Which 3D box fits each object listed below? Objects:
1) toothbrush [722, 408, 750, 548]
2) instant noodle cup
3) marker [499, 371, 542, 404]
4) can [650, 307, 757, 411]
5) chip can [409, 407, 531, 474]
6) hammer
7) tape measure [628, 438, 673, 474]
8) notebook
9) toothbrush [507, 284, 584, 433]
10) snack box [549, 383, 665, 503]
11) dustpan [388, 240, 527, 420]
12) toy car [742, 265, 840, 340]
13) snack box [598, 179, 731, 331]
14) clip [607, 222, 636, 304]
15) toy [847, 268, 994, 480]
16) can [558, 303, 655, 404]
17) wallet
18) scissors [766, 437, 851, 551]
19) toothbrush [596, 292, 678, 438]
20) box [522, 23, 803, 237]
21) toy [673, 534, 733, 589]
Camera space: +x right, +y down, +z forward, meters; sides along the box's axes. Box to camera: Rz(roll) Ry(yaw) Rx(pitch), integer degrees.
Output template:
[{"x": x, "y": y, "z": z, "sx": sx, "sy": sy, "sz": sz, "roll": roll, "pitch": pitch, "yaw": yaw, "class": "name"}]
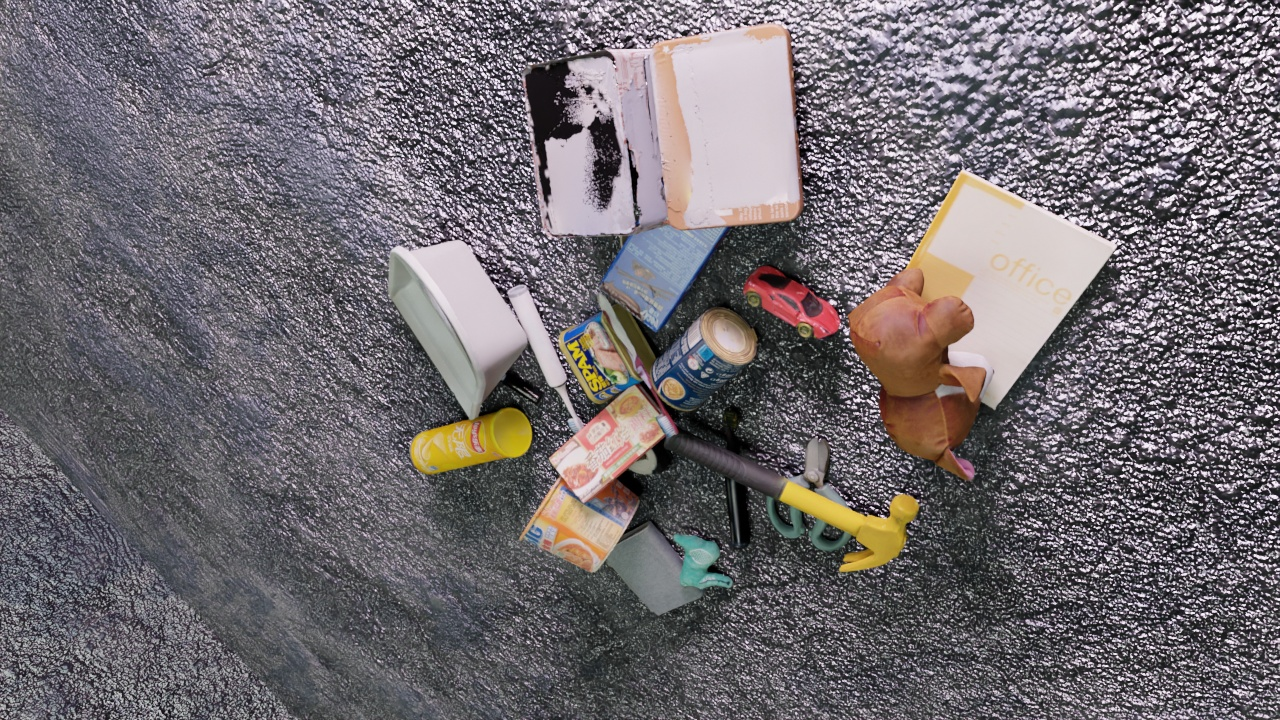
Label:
[{"x": 0.118, "y": 0.149, "z": 1.144, "sx": 0.027, "sy": 0.026, "sz": 0.213, "roll": 18, "pitch": 130, "yaw": 35, "class": "toothbrush"}, {"x": -0.078, "y": 0.209, "z": 1.251, "sx": 0.111, "sy": 0.151, "sz": 0.152, "roll": 33, "pitch": 135, "yaw": -1, "class": "instant noodle cup"}, {"x": -0.193, "y": 0.020, "z": 1.276, "sx": 0.132, "sy": 0.020, "sz": 0.022, "roll": 33, "pitch": 164, "yaw": 10, "class": "marker"}, {"x": 0.071, "y": -0.001, "z": 1.032, "sx": 0.075, "sy": 0.075, "sz": 0.111, "roll": 44, "pitch": 136, "yaw": 0, "class": "can"}, {"x": -0.254, "y": 0.121, "z": 1.356, "sx": 0.214, "sy": 0.071, "sz": 0.072, "roll": -15, "pitch": 112, "yaw": 42, "class": "chip can"}, {"x": 0.166, "y": 0.153, "z": 1.080, "sx": 0.301, "sy": 0.032, "sz": 0.129, "roll": 25, "pitch": 128, "yaw": 15, "class": "hammer"}, {"x": 0.002, "y": 0.116, "z": 1.197, "sx": 0.066, "sy": 0.033, "sz": 0.066, "roll": -11, "pitch": 113, "yaw": 39, "class": "tape measure"}, {"x": 0.318, "y": -0.061, "z": 0.859, "sx": 0.146, "sy": 0.010, "sz": 0.207, "roll": 32, "pitch": 135, "yaw": 13, "class": "notebook"}, {"x": -0.119, "y": 0.004, "z": 1.206, "sx": 0.026, "sy": 0.026, "sz": 0.221, "roll": -11, "pitch": 116, "yaw": 25, "class": "toothbrush"}, {"x": -0.037, "y": 0.104, "z": 1.158, "sx": 0.153, "sy": 0.025, "sz": 0.075, "roll": -42, "pitch": 79, "yaw": 13, "class": "snack box"}, {"x": -0.265, "y": -0.039, "z": 1.179, "sx": 0.259, "sy": 0.142, "sz": 0.222, "roll": -37, "pitch": 85, "yaw": 42, "class": "dustpan"}, {"x": 0.158, "y": -0.060, "z": 0.946, "sx": 0.106, "sy": 0.049, "sz": 0.031, "roll": 35, "pitch": 136, "yaw": 11, "class": "toy car"}, {"x": 0.027, "y": -0.116, "z": 0.986, "sx": 0.084, "sy": 0.026, "sz": 0.157, "roll": 38, "pitch": 120, "yaw": 7, "class": "snack box"}, {"x": -0.017, "y": -0.102, "z": 1.051, "sx": 0.097, "sy": 0.034, "sz": 0.101, "roll": -17, "pitch": 106, "yaw": 40, "class": "clip"}, {"x": 0.271, "y": 0.014, "z": 0.870, "sx": 0.130, "sy": 0.140, "sz": 0.200, "roll": -19, "pitch": 118, "yaw": -2, "class": "toy"}, {"x": -0.038, "y": -0.009, "z": 1.111, "sx": 0.083, "sy": 0.057, "sz": 0.102, "roll": -27, "pitch": 93, "yaw": 42, "class": "can"}, {"x": 0.017, "y": 0.300, "z": 1.320, "sx": 0.107, "sy": 0.036, "sz": 0.129, "roll": -33, "pitch": 100, "yaw": 34, "class": "wallet"}, {"x": 0.188, "y": 0.154, "z": 1.105, "sx": 0.130, "sy": 0.019, "sz": 0.185, "roll": 0, "pitch": 120, "yaw": 35, "class": "scissors"}, {"x": -0.006, "y": 0.006, "z": 1.060, "sx": 0.187, "sy": 0.017, "sz": 0.016, "roll": 62, "pitch": 166, "yaw": -4, "class": "toothbrush"}, {"x": 0.020, "y": -0.214, "z": 0.882, "sx": 0.261, "sy": 0.102, "sz": 0.179, "roll": 5, "pitch": 109, "yaw": 39, "class": "box"}, {"x": 0.084, "y": 0.281, "z": 1.259, "sx": 0.096, "sy": 0.030, "sz": 0.092, "roll": 14, "pitch": 121, "yaw": 2, "class": "toy"}]
